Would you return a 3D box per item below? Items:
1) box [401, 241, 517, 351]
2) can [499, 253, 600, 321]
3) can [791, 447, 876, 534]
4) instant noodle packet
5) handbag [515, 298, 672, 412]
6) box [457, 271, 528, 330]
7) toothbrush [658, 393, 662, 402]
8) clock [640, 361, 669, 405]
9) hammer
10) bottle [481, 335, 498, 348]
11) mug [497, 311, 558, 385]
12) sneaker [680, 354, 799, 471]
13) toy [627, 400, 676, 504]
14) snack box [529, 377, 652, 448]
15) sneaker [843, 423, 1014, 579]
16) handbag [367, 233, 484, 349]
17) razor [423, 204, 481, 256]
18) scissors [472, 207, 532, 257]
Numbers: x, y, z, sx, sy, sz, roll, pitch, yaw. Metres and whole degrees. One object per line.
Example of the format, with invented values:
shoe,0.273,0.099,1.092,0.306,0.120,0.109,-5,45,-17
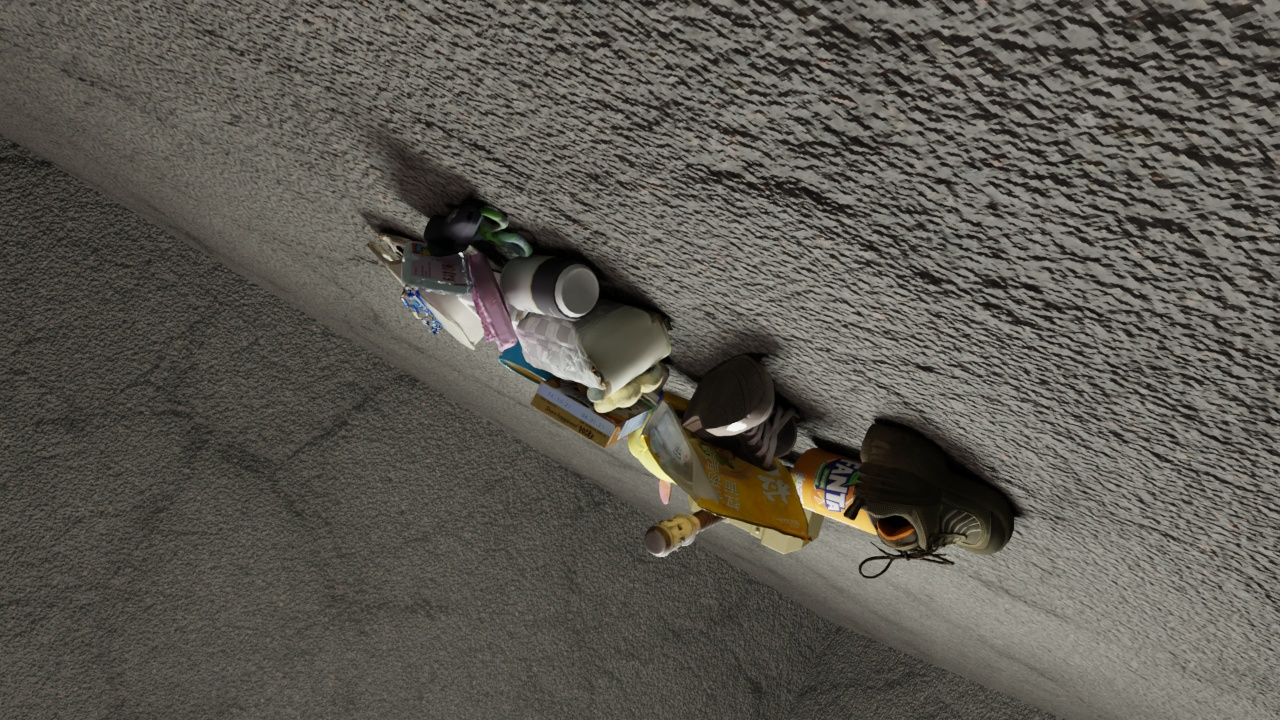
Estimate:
box,-0.199,-0.090,1.052,0.150,0.073,0.201,41,-174,-23
can,-0.103,-0.082,0.999,0.127,0.064,0.064,14,161,49
can,0.261,0.162,1.139,0.143,0.079,0.079,16,162,45
instant noodle packet,0.109,0.141,1.131,0.163,0.084,0.221,22,-164,-23
handbag,-0.054,-0.010,1.045,0.172,0.112,0.123,20,140,45
box,-0.180,-0.062,1.222,0.102,0.076,0.107,23,169,28
toothbrush,-0.004,0.042,1.302,0.016,0.018,0.182,-24,156,22
clock,-0.007,0.007,1.156,0.103,0.061,0.157,31,175,-8
hammer,0.106,0.206,1.242,0.190,0.101,0.324,21,-164,30
bottle,-0.219,-0.043,1.436,0.112,0.047,0.047,29,168,-3
mug,-0.110,-0.020,1.165,0.084,0.104,0.112,17,165,42
sneaker,0.129,0.066,1.023,0.120,0.095,0.235,27,165,-5
toy,0.031,0.125,1.415,0.238,0.087,0.190,163,85,-78
snack box,-0.056,0.056,1.131,0.101,0.032,0.185,29,-171,10
sneaker,0.305,0.182,0.978,0.238,0.142,0.101,35,166,-27
handbag,-0.307,-0.102,1.319,0.199,0.093,0.201,34,169,12
razor,-0.200,-0.143,0.988,0.052,0.047,0.143,27,167,-18
scissors,-0.179,-0.148,1.028,0.078,0.032,0.176,42,161,-32
